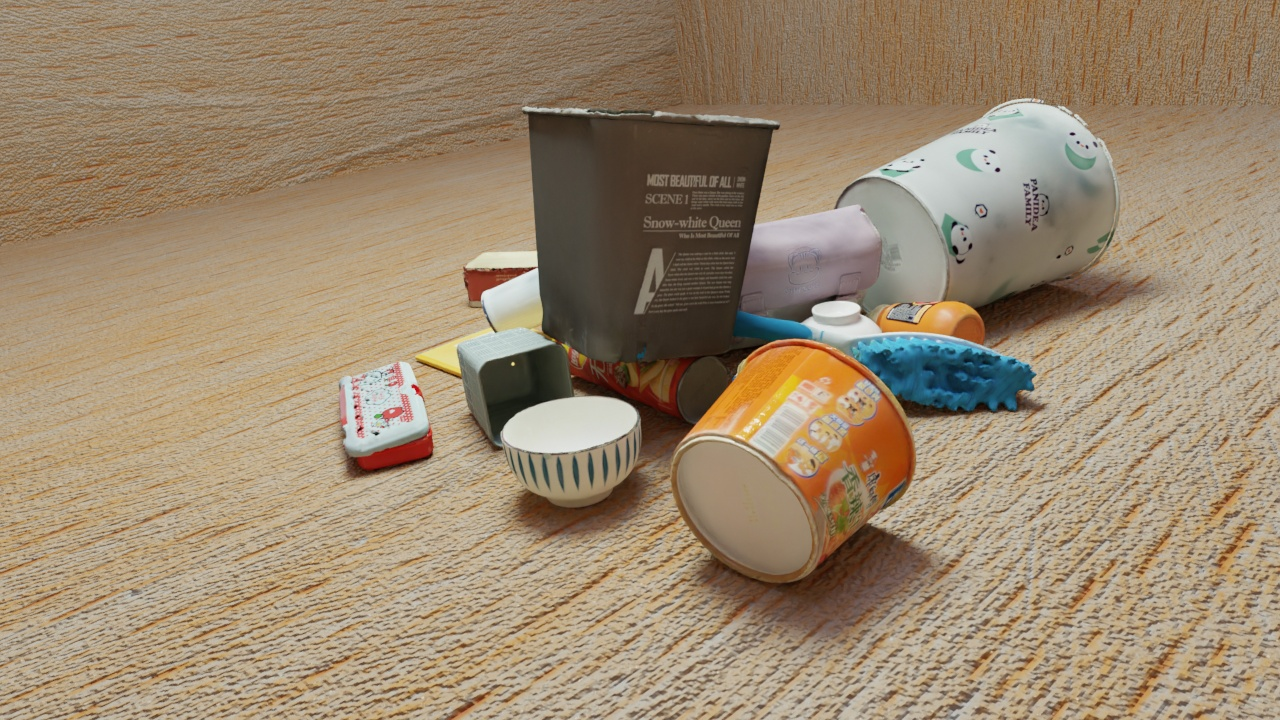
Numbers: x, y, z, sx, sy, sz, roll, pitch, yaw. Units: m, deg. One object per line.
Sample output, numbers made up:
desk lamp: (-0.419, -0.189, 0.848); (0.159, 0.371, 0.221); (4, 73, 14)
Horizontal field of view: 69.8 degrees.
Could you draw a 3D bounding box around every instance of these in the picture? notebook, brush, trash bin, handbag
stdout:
notebook: (-0.157, -0.007, 1.104); (0.145, 0.010, 0.206); (-24, 27, -38)
brush: (0.206, -0.009, 0.886); (0.314, 0.060, 0.109); (8, 16, 3)
trash bin: (0.378, -0.162, 1.079); (0.251, 0.230, 0.230); (-23, 26, -23)
trash bin: (0.001, -0.124, 0.862); (0.198, 0.220, 0.199); (-5, 16, -30)
handbag: (0.154, -0.087, 1.017); (0.196, 0.145, 0.098); (-11, 50, -16)

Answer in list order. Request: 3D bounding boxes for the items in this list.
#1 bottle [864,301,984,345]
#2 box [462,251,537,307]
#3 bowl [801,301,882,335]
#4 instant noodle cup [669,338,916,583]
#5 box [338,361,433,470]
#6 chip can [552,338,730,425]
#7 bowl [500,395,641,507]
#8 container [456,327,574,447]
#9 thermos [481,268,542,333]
bottle: (0.294, -0.035, 0.983); (0.066, 0.067, 0.150); (-16, 16, -24)
box: (-0.165, -0.127, 1.325); (0.168, 0.077, 0.091); (0, 23, 15)
bowl: (0.207, -0.025, 0.970); (0.118, 0.065, 0.118); (-6, 20, 2)
instant noodle cup: (0.099, 0.075, 0.644); (0.151, 0.151, 0.111); (12, 36, 39)
box: (-0.265, 0.050, 0.940); (0.086, 0.047, 0.201); (-13, 23, -16)
chip can: (-0.006, 0.006, 0.945); (0.073, 0.073, 0.217); (-21, 26, -33)
bowl: (-0.055, 0.081, 0.769); (0.116, 0.066, 0.116); (-5, 20, 2)
container: (-0.130, 0.021, 0.920); (0.089, 0.090, 0.111); (-15, 20, -22)
thermos: (-0.079, -0.099, 1.103); (0.224, 0.073, 0.073); (-23, 18, 13)
